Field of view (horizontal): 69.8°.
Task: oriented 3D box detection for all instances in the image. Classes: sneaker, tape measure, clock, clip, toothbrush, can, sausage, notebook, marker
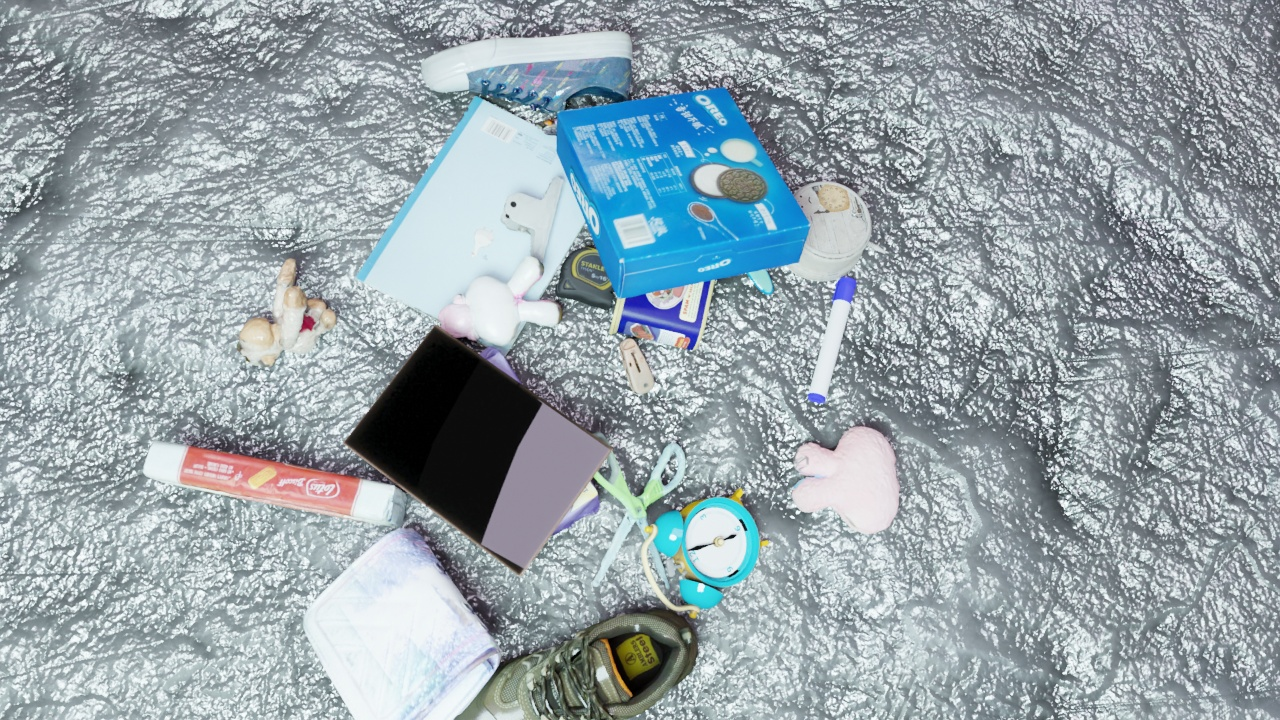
[{"bbox_3d":[-0.120,-0.309,1.013,0.235,0.087,0.079,-10,94,-13],"label":"sneaker"},{"bbox_3d":[-0.054,-0.088,0.963,0.061,0.034,0.061,18,75,-12],"label":"tape measure"},{"bbox_3d":[0.061,0.181,0.876,0.129,0.044,0.099,-27,89,-27],"label":"clock"},{"bbox_3d":[0.179,-0.141,0.987,0.156,0.061,0.103,-7,73,-10],"label":"clock"},{"bbox_3d":[-0.120,-0.152,0.979,0.055,0.046,0.101,15,71,-9],"label":"clip"},{"bbox_3d":[-0.008,0.004,0.948,0.026,0.059,0.052,-25,37,-14],"label":"clip"},{"bbox_3d":[-0.052,0.286,0.788,0.237,0.143,0.101,-21,76,-11],"label":"sneaker"},{"bbox_3d":[0.105,-0.128,0.999,0.022,0.017,0.135,-30,77,-17],"label":"toothbrush"},{"bbox_3d":[0.026,-0.074,0.955,0.092,0.057,0.116,14,72,-2],"label":"can"},{"bbox_3d":[-0.041,-0.264,1.022,0.155,0.020,0.020,-8,73,-13],"label":"sausage"},{"bbox_3d":[-0.161,-0.151,0.986,0.181,0.009,0.253,28,73,3],"label":"notebook"},{"bbox_3d":[-0.151,0.079,0.850,0.209,0.008,0.141,34,80,11],"label":"notebook"},{"bbox_3d":[0.203,-0.023,0.975,0.020,0.020,0.141,19,72,1],"label":"marker"}]

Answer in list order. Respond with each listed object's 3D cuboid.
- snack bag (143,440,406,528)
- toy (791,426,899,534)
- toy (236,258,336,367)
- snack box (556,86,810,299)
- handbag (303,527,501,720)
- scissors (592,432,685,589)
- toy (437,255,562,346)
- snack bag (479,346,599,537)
[{"bbox_3d":[-0.332,0.116,0.850,0.225,0.077,0.041,10,74,-2],"label":"snack bag"},{"bbox_3d":[0.204,0.118,0.915,0.105,0.053,0.108,2,72,7],"label":"toy"},{"bbox_3d":[-0.358,-0.038,0.908,0.106,0.074,0.085,-44,48,4],"label":"toy"},{"bbox_3d":[0.035,-0.181,0.944,0.195,0.056,0.238,-12,53,-13],"label":"snack box"},{"bbox_3d":[-0.203,0.242,0.801,0.126,0.069,0.158,-45,58,-3],"label":"handbag"},{"bbox_3d":[-0.001,0.141,0.879,0.171,0.023,0.171,-35,106,-45],"label":"scissors"},{"bbox_3d":[-0.144,-0.055,0.935,0.122,0.038,0.079,-19,89,-11],"label":"toy"},{"bbox_3d":[-0.131,0.086,0.890,0.096,0.058,0.205,-31,75,-17],"label":"snack bag"}]
